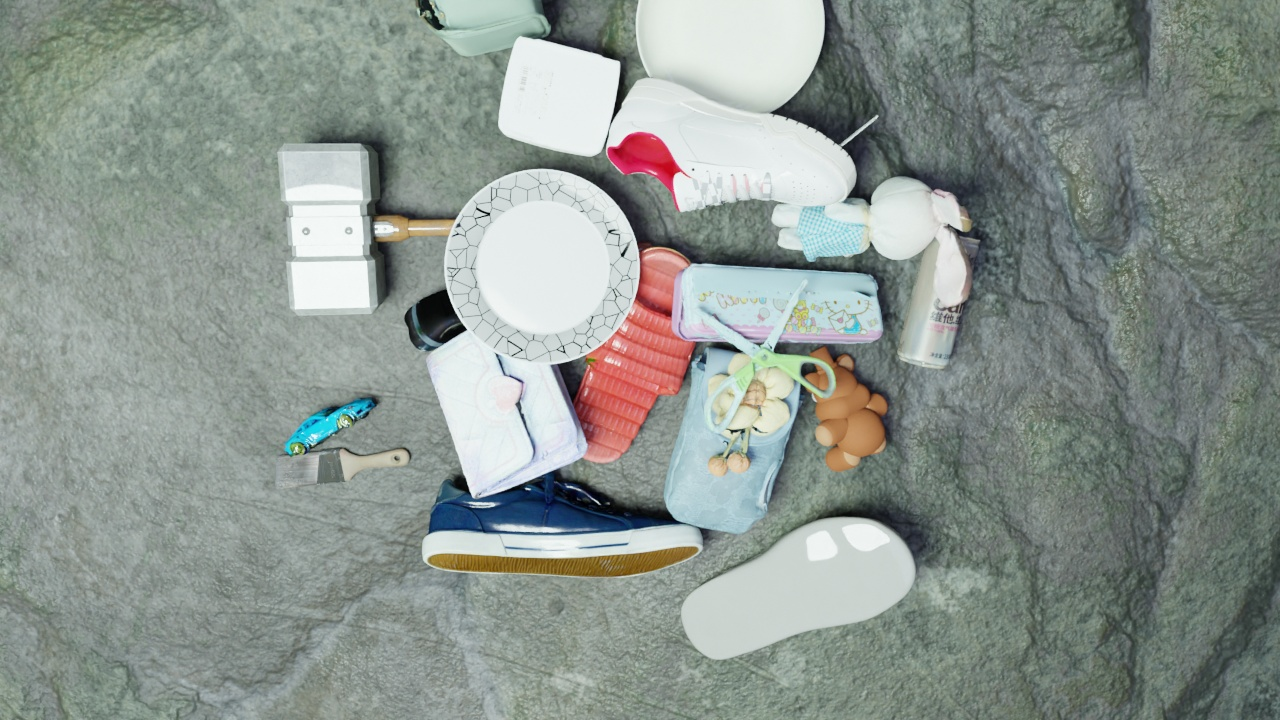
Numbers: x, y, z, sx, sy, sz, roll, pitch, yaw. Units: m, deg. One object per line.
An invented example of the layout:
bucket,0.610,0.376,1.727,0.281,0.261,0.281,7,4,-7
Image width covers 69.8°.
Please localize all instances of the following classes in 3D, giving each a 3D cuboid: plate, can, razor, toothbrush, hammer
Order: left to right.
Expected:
hammer,-0.187,-0.134,0.927,0.317,0.083,0.163,-2,101,-7
razor,-0.173,-0.051,0.953,0.140,0.064,0.053,-19,65,-6
plate,-0.096,-0.091,0.902,0.188,0.016,0.188,0,94,-3
plate,0.087,-0.326,0.900,0.182,0.034,0.182,0,101,0
toothbrush,0.171,-0.194,0.860,0.010,0.182,0.010,40,72,-6
can,0.305,-0.062,0.943,0.054,0.054,0.136,11,101,-2

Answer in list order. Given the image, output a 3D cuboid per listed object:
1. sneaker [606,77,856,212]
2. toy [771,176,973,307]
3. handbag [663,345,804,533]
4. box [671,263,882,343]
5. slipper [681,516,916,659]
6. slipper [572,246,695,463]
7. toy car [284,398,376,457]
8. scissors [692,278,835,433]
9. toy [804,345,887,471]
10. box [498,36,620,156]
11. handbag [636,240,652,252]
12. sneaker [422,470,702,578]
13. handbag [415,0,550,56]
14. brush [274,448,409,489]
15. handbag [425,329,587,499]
sneaker,0.076,-0.178,0.865,0.237,0.090,0.104,24,71,12
toy,0.231,-0.134,0.912,0.206,0.105,0.131,8,136,28
handbag,0.093,0.084,0.941,0.122,0.118,0.192,17,94,-5
box,0.139,-0.055,0.917,0.214,0.065,0.078,1,88,-18
slipper,0.172,0.245,1.003,0.266,0.080,0.113,-30,79,20
slipper,-0.006,0.005,0.943,0.103,0.059,0.249,19,108,-13
toy car,-0.331,0.067,0.976,0.105,0.048,0.032,-29,96,7
scissors,0.117,-0.003,0.875,0.171,0.021,0.172,30,93,-17
toy,0.209,0.048,0.966,0.094,0.065,0.127,-26,89,-27
box,-0.083,-0.262,0.915,0.107,0.091,0.102,11,97,-10
handbag,-0.002,-0.062,0.962,0.055,0.029,0.120,-14,107,1
sneaker,-0.079,0.160,0.982,0.294,0.121,0.127,4,61,-5
handbag,-0.145,-0.331,0.856,0.106,0.121,0.067,-16,101,3
brush,-0.327,0.115,1.002,0.151,0.012,0.039,-6,101,1
handbag,-0.138,0.044,0.927,0.126,0.069,0.158,-23,73,2
